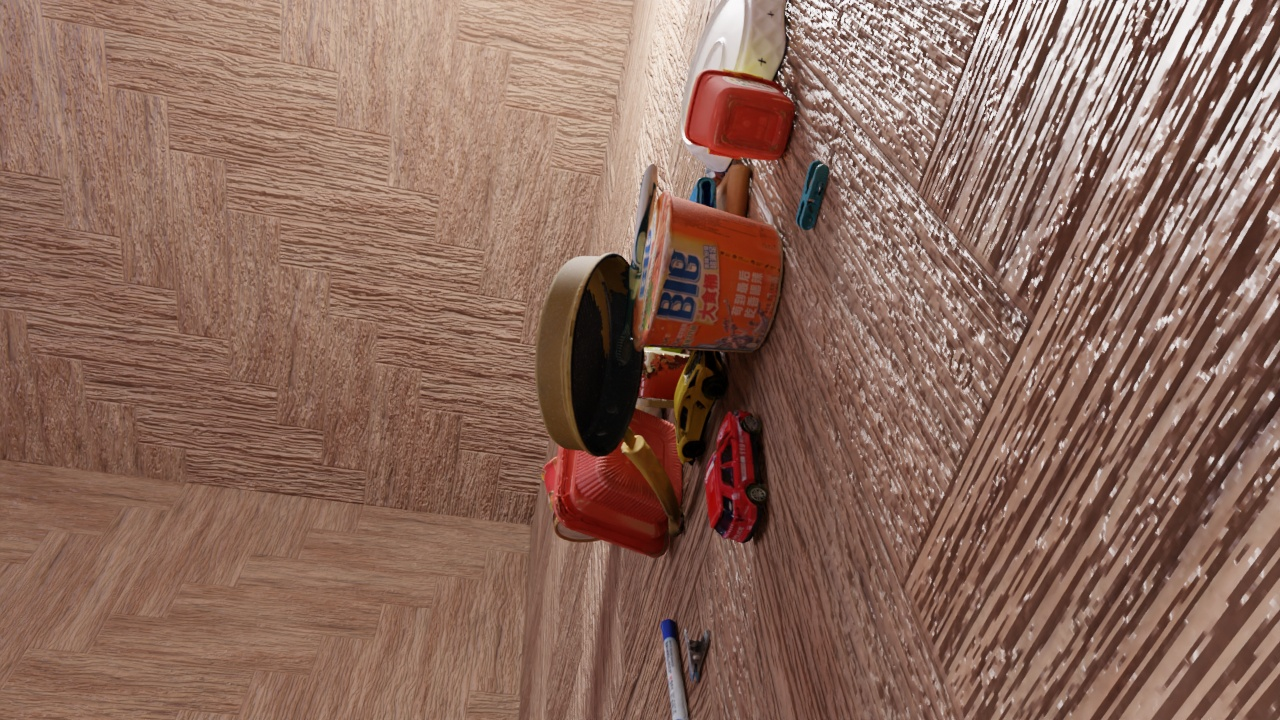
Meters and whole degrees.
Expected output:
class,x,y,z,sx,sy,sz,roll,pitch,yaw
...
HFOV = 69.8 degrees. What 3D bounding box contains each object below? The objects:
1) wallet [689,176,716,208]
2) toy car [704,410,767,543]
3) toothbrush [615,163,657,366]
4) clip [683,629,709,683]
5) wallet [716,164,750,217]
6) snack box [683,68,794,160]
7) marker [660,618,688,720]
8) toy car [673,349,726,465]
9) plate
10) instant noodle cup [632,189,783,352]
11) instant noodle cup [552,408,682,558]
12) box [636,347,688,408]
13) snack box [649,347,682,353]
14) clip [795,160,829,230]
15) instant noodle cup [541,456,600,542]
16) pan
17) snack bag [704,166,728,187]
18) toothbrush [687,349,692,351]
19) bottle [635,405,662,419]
class,x,y,z,sx,sy,sz,roll,pitch,yaw
wallet,0.053,-0.118,1.002,0.133,0.040,0.106,109,168,-58
toy car,0.080,0.097,0.791,0.053,0.045,0.120,110,168,-47
toothbrush,-0.002,-0.088,0.856,0.018,0.016,0.191,-159,78,-71
clip,0.050,0.281,0.876,0.024,0.028,0.057,-95,6,-63
wallet,0.089,-0.135,1.007,0.108,0.031,0.131,138,142,-75
snack box,0.096,-0.228,0.870,0.080,0.091,0.082,-113,33,-61
marker,0.035,0.323,0.945,0.145,0.017,0.017,-99,19,-62
toy car,0.059,0.046,0.990,0.071,0.041,0.156,-93,13,-55
plate,0.096,-0.312,1.001,0.205,0.045,0.205,-168,91,-74
instant noodle cup,0.061,-0.074,0.854,0.151,0.111,0.151,-173,91,-81
instant noodle cup,-0.018,0.125,1.088,0.079,0.164,0.188,-38,39,43
box,-0.006,0.006,1.100,0.168,0.091,0.078,11,95,55
snack box,0.014,0.001,1.257,0.086,0.026,0.156,-53,9,-2
clip,0.138,-0.133,0.740,0.041,0.014,0.056,-101,23,-67
instant noodle cup,-0.089,0.226,1.501,0.138,0.137,0.108,109,158,-50
pan,-0.015,0.056,0.939,0.197,0.078,0.358,-65,-28,-45
snack bag,0.095,-0.254,1.094,0.045,0.026,0.105,-179,97,-67
toothbrush,0.054,-0.035,1.167,0.185,0.017,0.012,-115,32,-75
bottle,0.001,0.078,1.263,0.108,0.063,0.063,-69,-4,-51
